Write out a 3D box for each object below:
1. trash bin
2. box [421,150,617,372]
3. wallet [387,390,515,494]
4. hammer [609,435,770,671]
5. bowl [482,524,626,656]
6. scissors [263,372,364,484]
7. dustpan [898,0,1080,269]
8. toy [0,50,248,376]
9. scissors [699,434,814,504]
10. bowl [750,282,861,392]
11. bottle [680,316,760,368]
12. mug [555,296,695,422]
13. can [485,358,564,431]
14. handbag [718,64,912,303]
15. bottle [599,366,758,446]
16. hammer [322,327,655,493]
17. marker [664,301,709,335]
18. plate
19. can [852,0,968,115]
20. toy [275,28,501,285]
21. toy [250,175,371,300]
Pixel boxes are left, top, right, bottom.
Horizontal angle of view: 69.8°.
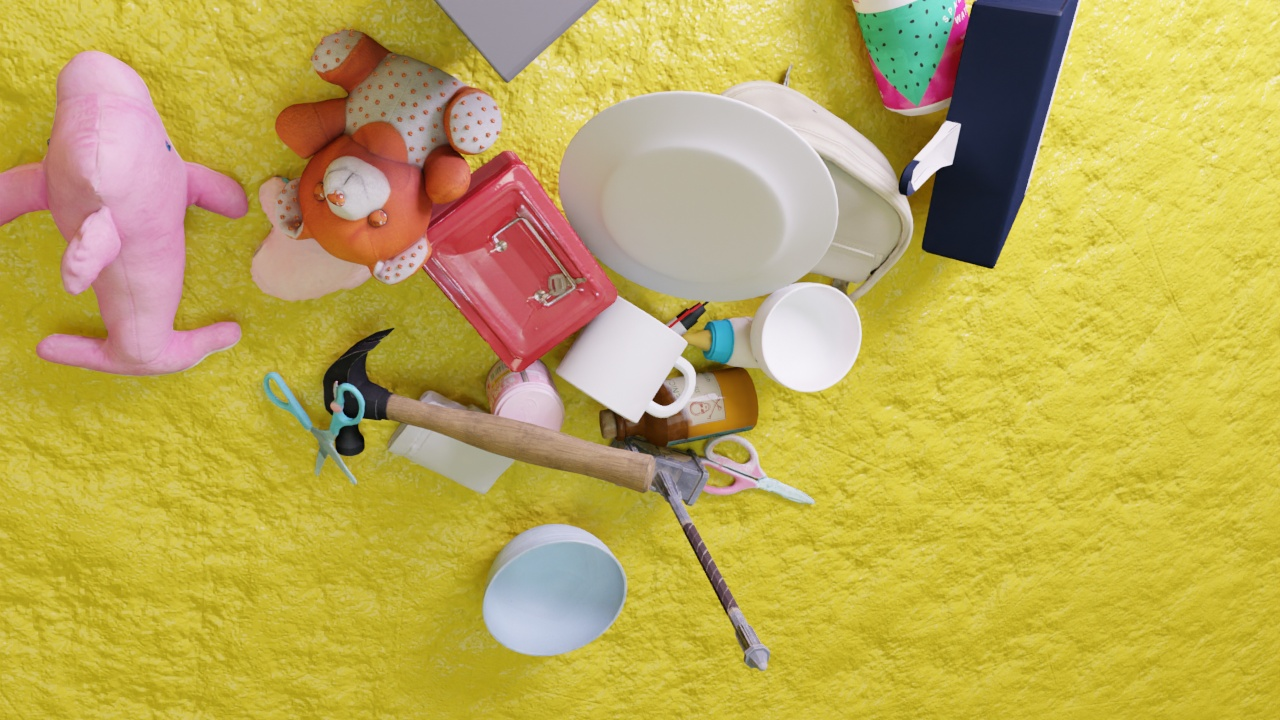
[{"bbox_3d":[-0.052,-0.319,0.651,0.220,0.191,0.097,-40,120,7],"label":"trash bin"},{"bbox_3d":[-0.111,-0.086,0.807,0.129,0.086,0.158,-34,119,3],"label":"box"},{"bbox_3d":[-0.181,0.079,0.903,0.116,0.032,0.086,33,113,-30],"label":"wallet"},{"bbox_3d":[0.052,0.168,0.845,0.098,0.322,0.044,19,108,-24],"label":"hammer"},{"bbox_3d":[-0.096,0.231,0.975,0.150,0.074,0.151,-6,117,-13],"label":"bowl"},{"bbox_3d":[-0.302,0.056,0.842,0.126,0.015,0.136,31,124,1],"label":"scissors"},{"bbox_3d":[0.306,-0.205,0.814,0.080,0.272,0.237,18,133,22],"label":"dustpan"},{"bbox_3d":[-0.399,-0.092,0.697,0.186,0.127,0.266,-4,122,-19],"label":"toy"},{"bbox_3d":[0.135,0.133,1.031,0.174,0.017,0.077,24,105,-25],"label":"scissors"},{"bbox_3d":[0.153,-0.025,0.882,0.104,0.054,0.105,-4,102,-18],"label":"bowl"},{"bbox_3d":[0.108,-0.018,0.926,0.146,0.051,0.051,3,114,-18],"label":"bottle"},{"bbox_3d":[-0.005,0.005,0.863,0.121,0.091,0.090,33,89,-3],"label":"mug"},{"bbox_3d":[-0.111,0.038,0.874,0.067,0.076,0.067,-7,117,-14],"label":"can"},{"bbox_3d":[0.143,-0.159,0.862,0.229,0.131,0.185,13,136,-19],"label":"handbag"},{"bbox_3d":[0.036,0.051,0.929,0.157,0.067,0.068,-10,118,-12],"label":"bottle"},{"bbox_3d":[-0.136,0.060,0.817,0.305,0.040,0.132,14,122,10],"label":"hammer"},{"bbox_3d":[0.013,-0.014,0.918,0.145,0.019,0.019,-39,120,4],"label":"marker"},{"bbox_3d":[0.046,-0.126,0.790,0.242,0.016,0.243,9,145,7],"label":"plate"},{"bbox_3d":[0.236,-0.305,0.801,0.088,0.088,0.166,-29,120,-2],"label":"can"},{"bbox_3d":[-0.205,-0.157,0.719,0.164,0.093,0.172,25,90,1],"label":"toy"},{"bbox_3d":[-0.276,-0.105,0.771,0.108,0.053,0.105,-11,107,-11],"label":"toy"}]
